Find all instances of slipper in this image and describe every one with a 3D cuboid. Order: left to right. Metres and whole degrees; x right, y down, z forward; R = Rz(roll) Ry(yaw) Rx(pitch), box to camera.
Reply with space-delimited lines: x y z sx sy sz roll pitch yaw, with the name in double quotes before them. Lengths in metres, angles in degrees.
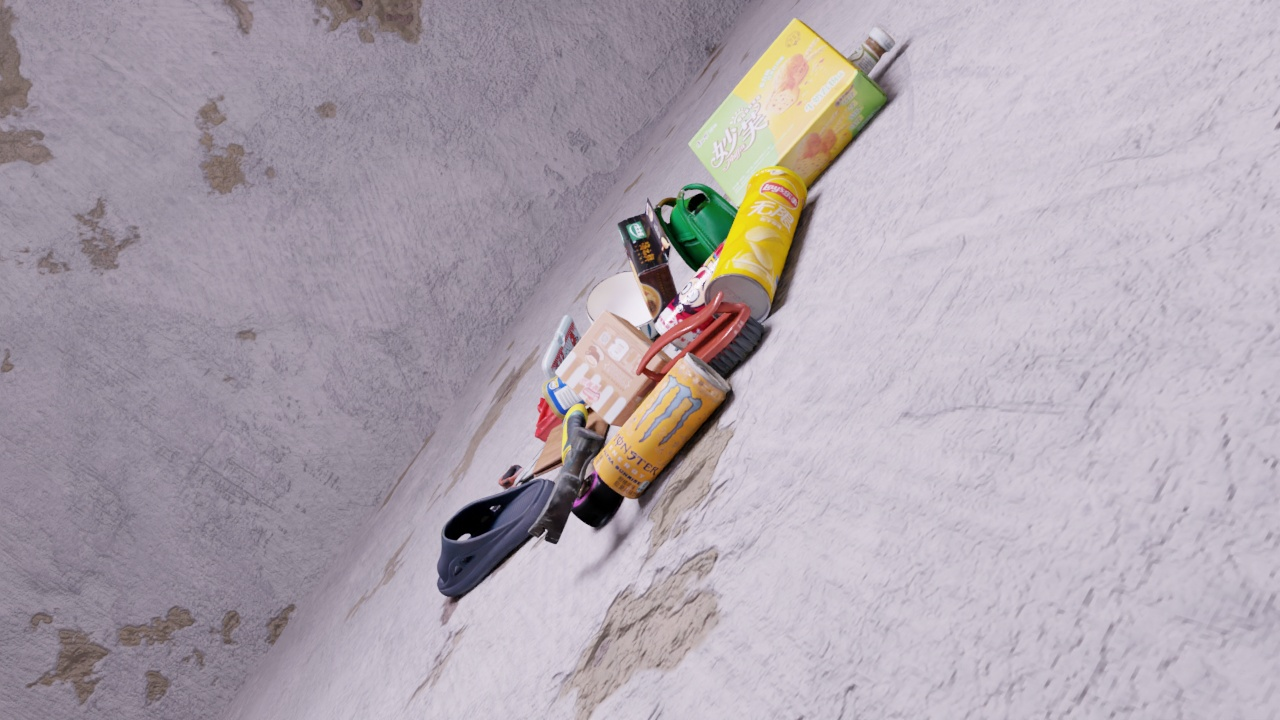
"slipper" -0.210 0.221 1.226 0.269 0.083 0.110 -41 15 37

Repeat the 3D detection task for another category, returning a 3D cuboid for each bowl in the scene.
"bowl" -0.014 -0.063 1.285 0.066 0.116 0.116 75 -146 -46

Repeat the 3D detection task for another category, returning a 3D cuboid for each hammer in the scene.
"hammer" -0.077 0.104 1.004 0.323 0.032 0.126 -108 42 -81

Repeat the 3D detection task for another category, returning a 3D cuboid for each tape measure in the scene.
"tape measure" -0.047 0.142 0.955 0.057 0.039 0.058 -53 13 -2

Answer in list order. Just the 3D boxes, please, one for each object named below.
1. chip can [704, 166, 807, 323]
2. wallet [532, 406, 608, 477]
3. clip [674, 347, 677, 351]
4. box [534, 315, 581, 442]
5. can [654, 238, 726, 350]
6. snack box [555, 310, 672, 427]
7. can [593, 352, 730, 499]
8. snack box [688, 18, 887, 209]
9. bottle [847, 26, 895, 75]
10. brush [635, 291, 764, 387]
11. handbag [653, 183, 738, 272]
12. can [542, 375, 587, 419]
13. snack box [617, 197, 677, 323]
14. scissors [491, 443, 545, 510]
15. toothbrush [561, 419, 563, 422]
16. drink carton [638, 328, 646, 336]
"chip can" 0.128 -0.127 0.997 0.072 0.072 0.212 -40 19 44
"wallet" -0.086 0.100 1.200 0.115 0.020 0.101 -29 21 26
"clip" 0.055 -0.038 1.129 0.058 0.043 0.026 -36 16 29
"box" -0.124 0.027 1.472 0.200 0.074 0.155 -78 -1 -63
"can" 0.077 -0.075 1.075 0.133 0.053 0.053 -49 13 14
"snack box" -0.024 0.012 1.048 0.094 0.093 0.077 -51 -20 8
"can" 0.020 0.064 0.888 0.146 0.058 0.058 -50 13 11
"snack box" 0.175 -0.292 1.130 0.210 0.070 0.157 -47 45 20
"bottle" 0.242 -0.336 1.180 0.206 0.060 0.059 -48 13 20
"brush" 0.059 -0.011 0.931 0.146 0.069 0.063 -43 17 36
"handbag" 0.078 -0.167 1.172 0.068 0.120 0.131 -48 10 -6
"can" -0.069 0.027 1.228 0.083 0.057 0.101 -30 1 29
"snack box" 0.015 -0.127 1.202 0.053 0.126 0.113 -21 47 0
"scissors" -0.189 0.187 1.389 0.188 0.015 0.226 -59 14 -28
"toothbrush" -0.090 0.098 1.278 0.014 0.018 0.189 -51 14 -3
"drink carton" -0.007 0.007 1.164 0.053 0.045 0.122 -39 17 11
